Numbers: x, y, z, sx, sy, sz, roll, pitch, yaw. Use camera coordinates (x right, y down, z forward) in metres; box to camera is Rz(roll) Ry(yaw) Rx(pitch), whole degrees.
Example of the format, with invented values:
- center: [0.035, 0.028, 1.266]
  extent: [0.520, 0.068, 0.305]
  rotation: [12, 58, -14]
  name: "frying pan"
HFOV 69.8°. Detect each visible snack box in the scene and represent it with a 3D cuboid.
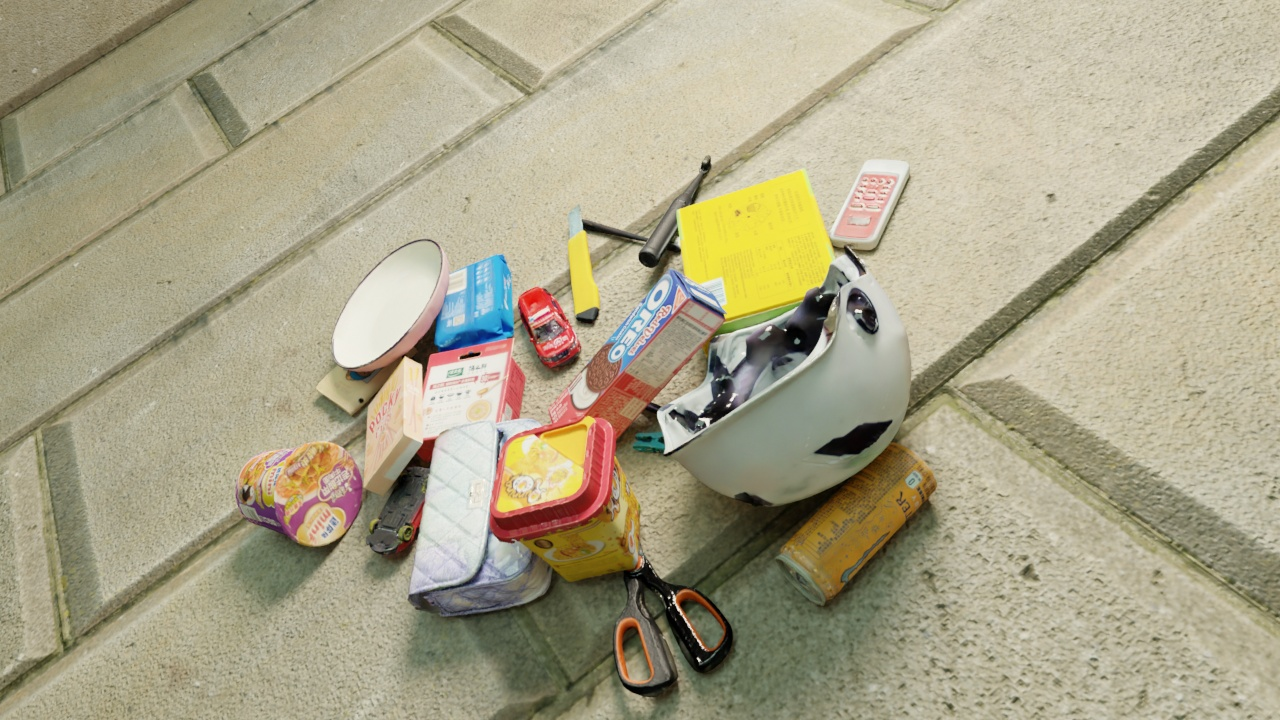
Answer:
- center: [-0.005, 0.005, 0.919]
  extent: [0.208, 0.058, 0.057]
  rotation: [-48, 39, 19]
  name: "snack box"
- center: [0.130, -0.103, 0.997]
  extent: [0.158, 0.070, 0.209]
  rotation: [-16, 44, 12]
  name: "snack box"
- center: [-0.192, 0.045, 1.039]
  extent: [0.113, 0.044, 0.126]
  rotation: [-10, 49, 18]
  name: "snack box"
- center: [-0.275, 0.070, 1.022]
  extent: [0.085, 0.026, 0.157]
  rotation: [-51, 30, 18]
  name: "snack box"

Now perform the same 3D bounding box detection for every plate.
- center: [-0.302, -0.063, 1.135]
  extent: [0.193, 0.039, 0.192]
  rotation: [-24, 45, 26]
  name: "plate"

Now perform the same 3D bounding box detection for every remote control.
- center: [0.261, -0.179, 1.043]
  extent: [0.056, 0.020, 0.135]
  rotation: [11, 57, 33]
  name: "remote control"

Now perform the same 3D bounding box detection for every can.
- center: [0.183, 0.137, 0.778]
  extent: [0.146, 0.058, 0.058]
  rotation: [-42, 47, -13]
  name: "can"

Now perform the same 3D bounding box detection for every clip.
- center: [0.019, 0.084, 0.931]
  extent: [0.056, 0.014, 0.040]
  rotation: [-4, 50, 23]
  name: "clip"

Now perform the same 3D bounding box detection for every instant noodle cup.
- center: [-0.060, 0.131, 0.828]
  extent: [0.116, 0.124, 0.116]
  rotation: [-16, 41, 18]
  name: "instant noodle cup"
- center: [-0.379, 0.142, 1.004]
  extent: [0.099, 0.111, 0.111]
  rotation: [0, 51, 36]
  name: "instant noodle cup"

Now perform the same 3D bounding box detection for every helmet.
- center: [0.140, 0.038, 0.798]
  extent: [0.230, 0.146, 0.257]
  rotation: [-38, 10, 33]
  name: "helmet"

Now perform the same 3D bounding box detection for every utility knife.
- center: [-0.073, -0.123, 1.144]
  extent: [0.033, 0.015, 0.206]
  rotation: [-19, 51, 13]
  name: "utility knife"

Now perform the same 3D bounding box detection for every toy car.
- center: [-0.110, -0.041, 1.077]
  extent: [0.053, 0.045, 0.120]
  rotation: [-32, 48, -2]
  name: "toy car"
- center: [-0.249, 0.160, 0.973]
  extent: [0.049, 0.031, 0.106]
  rotation: [3, 49, 28]
  name: "toy car"

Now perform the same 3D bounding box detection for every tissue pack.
- center: [-0.203, -0.063, 1.133]
  extent: [0.095, 0.052, 0.157]
  rotation: [-20, 46, 11]
  name: "tissue pack"

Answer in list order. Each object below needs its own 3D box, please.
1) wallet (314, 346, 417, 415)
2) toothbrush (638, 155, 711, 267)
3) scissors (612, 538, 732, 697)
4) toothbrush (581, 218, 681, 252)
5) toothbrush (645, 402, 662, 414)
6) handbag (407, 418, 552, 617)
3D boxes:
- center: [-0.347, 0.011, 1.156]
  extent: [0.087, 0.024, 0.115]
  rotation: [27, 67, 34]
  name: "wallet"
- center: [0.049, -0.190, 1.132]
  extent: [0.026, 0.027, 0.212]
  rotation: [17, 51, 15]
  name: "toothbrush"
- center: [0.014, 0.195, 0.837]
  extent: [0.163, 0.022, 0.233]
  rotation: [-9, 43, 14]
  name: "scissors"
- center: [-0.020, -0.162, 1.160]
  extent: [0.181, 0.016, 0.018]
  rotation: [18, 58, 34]
  name: "toothbrush"
- center: [0.037, 0.061, 0.946]
  extent: [0.189, 0.017, 0.014]
  rotation: [21, 51, 40]
  name: "toothbrush"
- center: [-0.154, 0.148, 0.911]
  extent: [0.134, 0.075, 0.193]
  rotation: [-14, 47, 14]
  name: "handbag"
